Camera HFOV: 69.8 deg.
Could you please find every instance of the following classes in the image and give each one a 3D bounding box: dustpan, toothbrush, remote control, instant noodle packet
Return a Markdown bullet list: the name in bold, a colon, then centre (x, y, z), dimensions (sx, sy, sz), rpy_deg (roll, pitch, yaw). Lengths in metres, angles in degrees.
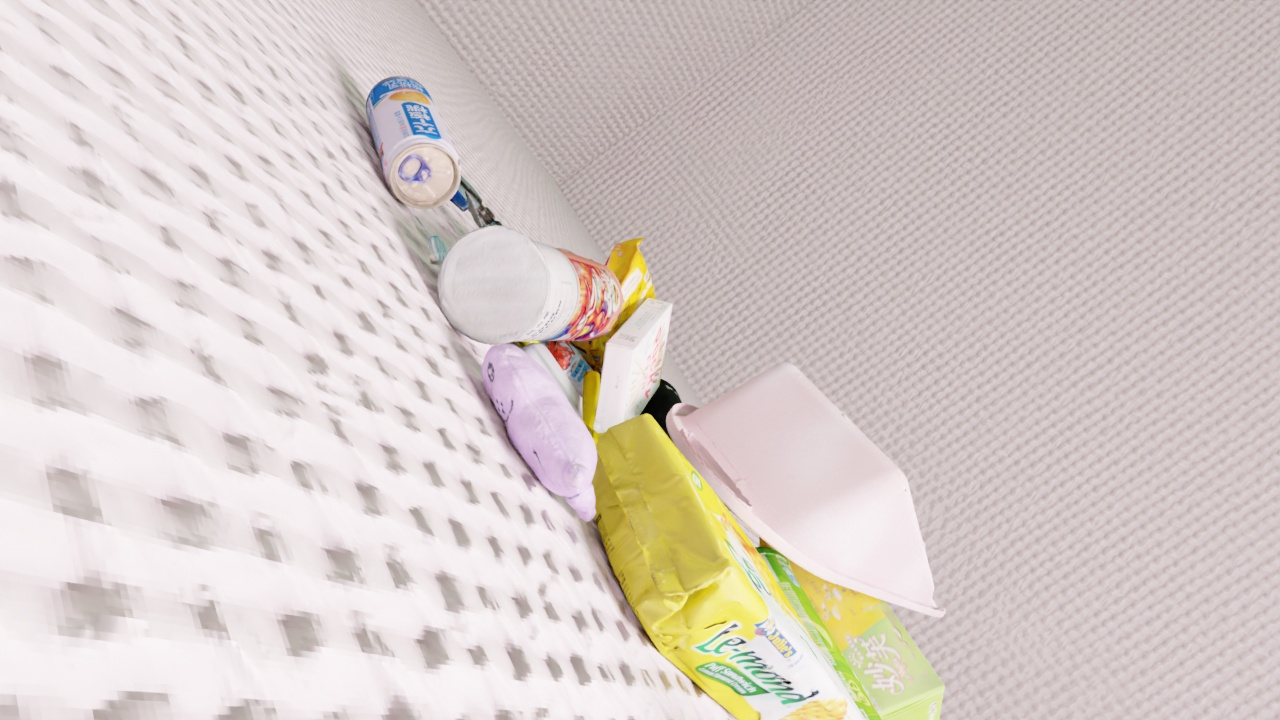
- **dustpan**: centre (0.129, 0.123, 0.792), dimensions (0.222, 0.138, 0.274), rpy_deg (49, -12, 44)
- **toothbrush**: centre (-0.038, 0.030, 0.627), dimensions (0.016, 0.016, 0.190), rpy_deg (48, 6, -9)
- **remote control**: centre (-0.045, 0.046, 0.667), dimensions (0.136, 0.020, 0.056), rpy_deg (55, 4, 0)
- **toothbrush**: centre (-0.117, -0.062, 0.679), dimensions (0.224, 0.026, 0.027), rpy_deg (14, 66, -83)
- **instant noodle packet**: centre (-0.025, -0.041, 0.860), dimensions (0.044, 0.128, 0.111), rpy_deg (18, -26, 17)

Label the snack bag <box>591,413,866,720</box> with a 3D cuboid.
- **snack bag**: centre (0.052, 0.154, 0.593), dimensions (0.246, 0.068, 0.158), rpy_deg (52, 4, -36)

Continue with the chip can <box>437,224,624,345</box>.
- **chip can**: centre (-0.068, -0.047, 0.651), dimensions (0.071, 0.071, 0.214), rpy_deg (56, 10, 5)

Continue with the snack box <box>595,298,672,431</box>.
- **snack box**: centre (-0.005, 0.005, 0.805), dimensions (0.156, 0.027, 0.085), rpy_deg (-51, 152, -68)

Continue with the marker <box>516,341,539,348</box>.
- **marker**: centre (-0.076, 0.004, 0.718), dimensions (0.124, 0.015, 0.018), rpy_deg (57, 8, -19)

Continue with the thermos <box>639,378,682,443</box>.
- **thermos**: centre (0.023, 0.092, 0.823), dimensions (0.242, 0.068, 0.090), rpy_deg (-107, 172, -72)

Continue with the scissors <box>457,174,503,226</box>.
- **scissors**: centre (-0.164, -0.156, 0.911), dimensions (0.181, 0.019, 0.170), rpy_deg (51, 2, -35)

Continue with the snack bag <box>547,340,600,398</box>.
- **snack bag**: centre (-0.053, 0.015, 0.799), dimensions (0.104, 0.026, 0.048), rpy_deg (52, 13, -37)

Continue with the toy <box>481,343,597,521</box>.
- **toy**: centre (-0.055, 0.037, 0.513), dimensions (0.108, 0.039, 0.084), rpy_deg (53, -14, 22)

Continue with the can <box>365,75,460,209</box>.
- **can**: centre (-0.170, -0.164, 0.681), dimensions (0.053, 0.053, 0.134), rpy_deg (51, 5, -41)

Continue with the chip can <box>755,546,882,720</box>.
- **chip can**: centre (0.124, 0.239, 0.715), dimensions (0.072, 0.072, 0.221), rpy_deg (52, 5, -35)

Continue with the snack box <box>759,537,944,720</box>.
- **snack box**: centre (0.183, 0.267, 0.833), dimensions (0.210, 0.070, 0.158), rpy_deg (-121, -163, -49)

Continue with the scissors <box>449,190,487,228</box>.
- **scissors**: centre (-0.139, -0.117, 0.786), dimensions (0.173, 0.012, 0.162), rpy_deg (44, -9, 26)

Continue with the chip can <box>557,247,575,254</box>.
- **chip can**: centre (-0.055, -0.047, 0.948), dimensions (0.071, 0.071, 0.210), rpy_deg (57, 4, 20)

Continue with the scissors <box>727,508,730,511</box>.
- **scissors**: centre (0.051, 0.096, 0.973), dimensions (0.227, 0.015, 0.189), rpy_deg (95, -24, -62)
